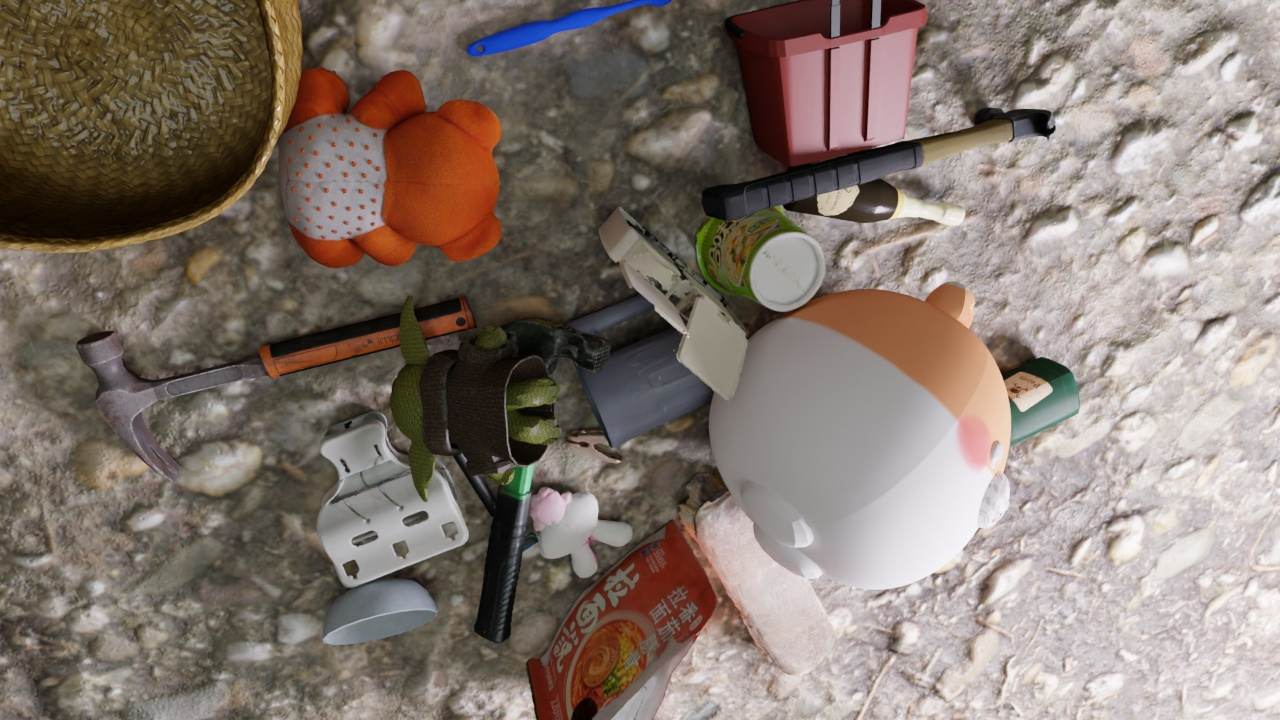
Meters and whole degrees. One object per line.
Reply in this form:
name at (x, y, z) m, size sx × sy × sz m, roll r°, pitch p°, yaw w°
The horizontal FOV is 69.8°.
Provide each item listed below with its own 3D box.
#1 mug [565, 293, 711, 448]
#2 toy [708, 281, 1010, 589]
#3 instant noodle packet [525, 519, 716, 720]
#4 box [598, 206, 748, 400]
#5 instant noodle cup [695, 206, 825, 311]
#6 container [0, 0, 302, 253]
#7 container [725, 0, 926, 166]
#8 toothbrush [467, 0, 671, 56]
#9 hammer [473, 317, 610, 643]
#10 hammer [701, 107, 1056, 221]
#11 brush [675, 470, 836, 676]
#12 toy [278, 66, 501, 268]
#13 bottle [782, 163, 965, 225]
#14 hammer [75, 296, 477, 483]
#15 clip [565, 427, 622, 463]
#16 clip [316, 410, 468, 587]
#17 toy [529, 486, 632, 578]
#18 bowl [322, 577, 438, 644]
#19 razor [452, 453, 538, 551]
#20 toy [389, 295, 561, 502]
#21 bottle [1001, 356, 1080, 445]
mug at (-0.005, 0.005, 0.857) m, size 0.104 × 0.084 × 0.124 m, roll -23°, pitch 87°, yaw -6°
toy at (0.206, 0.064, 0.828) m, size 0.280 × 0.266 × 0.263 m, roll -44°, pitch 144°, yaw -16°
instant noodle packet at (-0.008, 0.279, 0.903) m, size 0.084 × 0.164 × 0.221 m, roll 34°, pitch 99°, yaw -21°
box at (0.027, -0.052, 0.781) m, size 0.143 × 0.183 × 0.050 m, roll 39°, pitch 103°, yaw -20°
instant noodle cup at (0.113, -0.092, 0.829) m, size 0.099 × 0.108 × 0.099 m, roll -5°, pitch 111°, yaw -14°
container at (-0.385, -0.232, 0.597) m, size 0.306 × 0.196 × 0.307 m, roll -6°, pitch 111°, yaw -15°
container at (0.153, -0.278, 0.760) m, size 0.148 × 0.127 × 0.201 m, roll -15°, pitch 123°, yaw -9°
toothbrush at (-0.057, -0.283, 0.765) m, size 0.182 × 0.018 × 0.016 m, roll -18°, pitch 113°, yaw -5°
hammer at (-0.116, 0.115, 0.843) m, size 0.130 × 0.032 × 0.319 m, roll 17°, pitch 107°, yaw 21°
hammer at (0.213, -0.174, 0.798) m, size 0.332 × 0.118 × 0.025 m, roll -17°, pitch 111°, yaw -16°
brush at (0.128, 0.232, 0.980) m, size 0.083 × 0.056 × 0.271 m, roll -34°, pitch 115°, yaw -5°
toy at (-0.198, -0.149, 0.741) m, size 0.172 × 0.092 × 0.164 m, roll 2°, pitch 107°, yaw -3°
bottle at (0.225, -0.151, 0.870) m, size 0.184 × 0.045 × 0.045 m, roll 6°, pitch 108°, yaw -17°
hammer at (-0.297, 0.008, 0.797) m, size 0.314 × 0.035 × 0.138 m, roll -15°, pitch 113°, yaw -10°
clip at (-0.040, 0.075, 0.896) m, size 0.060 × 0.024 × 0.041 m, roll 20°, pitch 104°, yaw -17°
clip at (-0.242, 0.119, 0.851) m, size 0.126 × 0.096 × 0.152 m, roll -22°, pitch 93°, yaw -8°
toy at (-0.067, 0.167, 0.914) m, size 0.079 × 0.038 × 0.122 m, roll -44°, pitch 124°, yaw -1°
bowl at (-0.249, 0.234, 0.871) m, size 0.106 × 0.039 × 0.106 m, roll -15°, pitch 157°, yaw -7°
razor at (-0.151, 0.130, 0.889) m, size 0.042 × 0.022 × 0.144 m, roll -32°, pitch 109°, yaw -12°
toy at (-0.140, 0.037, 0.775) m, size 0.153 × 0.078 × 0.179 m, roll 5°, pitch 104°, yaw 25°
bottle at (0.393, 0.052, 0.981) m, size 0.131 × 0.061 × 0.061 m, roll -24°, pitch 112°, yaw -5°
